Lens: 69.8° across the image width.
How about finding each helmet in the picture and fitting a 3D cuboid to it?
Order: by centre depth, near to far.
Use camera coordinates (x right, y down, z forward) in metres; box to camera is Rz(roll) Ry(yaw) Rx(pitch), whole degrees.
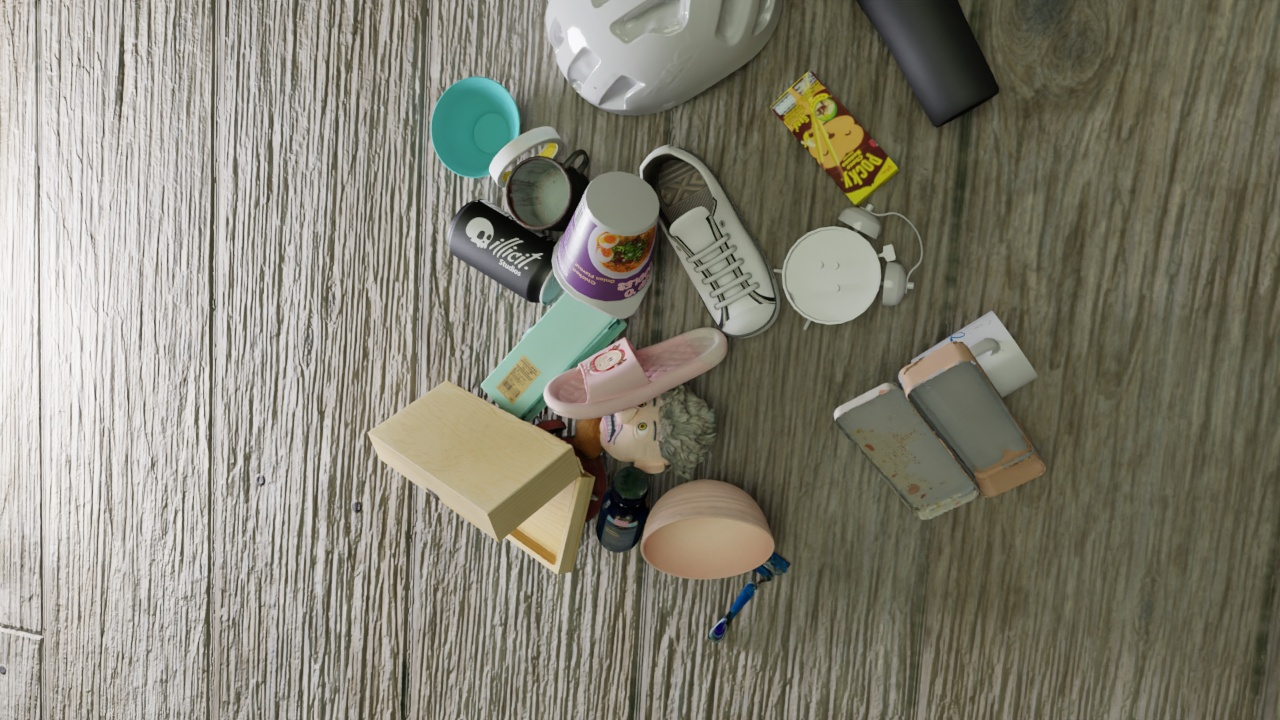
[{"bbox_3d":[0.008,-0.408,1.039,0.283,0.183,0.224,-14,86,39],"label":"helmet"}]

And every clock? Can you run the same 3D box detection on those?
[{"bbox_3d":[0.230,-0.103,1.009,0.159,0.061,0.120,-28,86,19],"label":"clock"},{"bbox_3d":[-0.104,0.133,1.138,0.110,0.061,0.156,-51,62,28],"label":"clock"}]

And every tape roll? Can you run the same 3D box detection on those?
[{"bbox_3d":[-0.137,-0.243,1.100,0.094,0.094,0.019,-36,83,17],"label":"tape roll"}]

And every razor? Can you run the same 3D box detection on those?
[{"bbox_3d":[0.124,0.286,1.099,0.044,0.018,0.141,35,104,12],"label":"razor"}]

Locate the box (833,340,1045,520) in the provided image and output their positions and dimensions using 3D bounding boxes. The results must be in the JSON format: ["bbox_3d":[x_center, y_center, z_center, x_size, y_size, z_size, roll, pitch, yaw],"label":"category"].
[{"bbox_3d":[0.309,0.083,0.945,0.151,0.043,0.216,-34,126,18],"label":"box"}]

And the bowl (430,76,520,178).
[{"bbox_3d":[-0.195,-0.286,1.141,0.121,0.046,0.121,2,95,18],"label":"bowl"}]

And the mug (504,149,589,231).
[{"bbox_3d":[-0.098,-0.207,1.097,0.085,0.081,0.111,47,106,9],"label":"mug"}]

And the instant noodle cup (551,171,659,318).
[{"bbox_3d":[-0.029,-0.136,1.030,0.121,0.122,0.136,-14,66,-20],"label":"instant noodle cup"}]

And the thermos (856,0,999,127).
[{"bbox_3d":[0.288,-0.356,0.952,0.106,0.105,0.218,-28,91,18],"label":"thermos"}]

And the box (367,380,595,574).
[{"bbox_3d":[-0.178,0.128,1.089,0.249,0.184,0.141,24,71,41],"label":"box"}]

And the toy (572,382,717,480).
[{"bbox_3d":[0.002,0.074,1.067,0.176,0.076,0.132,-10,48,15],"label":"toy"}]

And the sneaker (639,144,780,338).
[{"bbox_3d":[0.074,-0.138,1.038,0.091,0.097,0.245,-27,85,18],"label":"sneaker"}]

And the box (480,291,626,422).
[{"bbox_3d":[-0.111,-0.012,1.104,0.189,0.080,0.077,-43,44,17],"label":"box"}]

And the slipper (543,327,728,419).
[{"bbox_3d":[-0.006,0.006,1.055,0.221,0.106,0.056,-19,117,-7],"label":"slipper"}]

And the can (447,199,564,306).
[{"bbox_3d":[-0.159,-0.132,1.124,0.146,0.080,0.080,31,103,13],"label":"can"}]

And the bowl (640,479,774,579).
[{"bbox_3d":[0.075,0.186,1.059,0.153,0.153,0.076,-16,47,19],"label":"bowl"}]

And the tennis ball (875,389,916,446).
[{"bbox_3d":[0.275,0.063,1.006,0.065,0.065,0.065,2,95,18],"label":"tennis ball"}]

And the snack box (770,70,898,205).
[{"bbox_3d":[0.215,-0.247,1.020,0.061,0.025,0.149,-41,82,18],"label":"snack box"}]

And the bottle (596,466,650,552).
[{"bbox_3d":[-0.019,0.174,1.071,0.056,0.161,0.056,3,58,-6],"label":"bottle"}]

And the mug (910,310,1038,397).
[{"bbox_3d":[0.343,0.006,0.951,0.096,0.119,0.083,-35,68,17],"label":"mug"}]
